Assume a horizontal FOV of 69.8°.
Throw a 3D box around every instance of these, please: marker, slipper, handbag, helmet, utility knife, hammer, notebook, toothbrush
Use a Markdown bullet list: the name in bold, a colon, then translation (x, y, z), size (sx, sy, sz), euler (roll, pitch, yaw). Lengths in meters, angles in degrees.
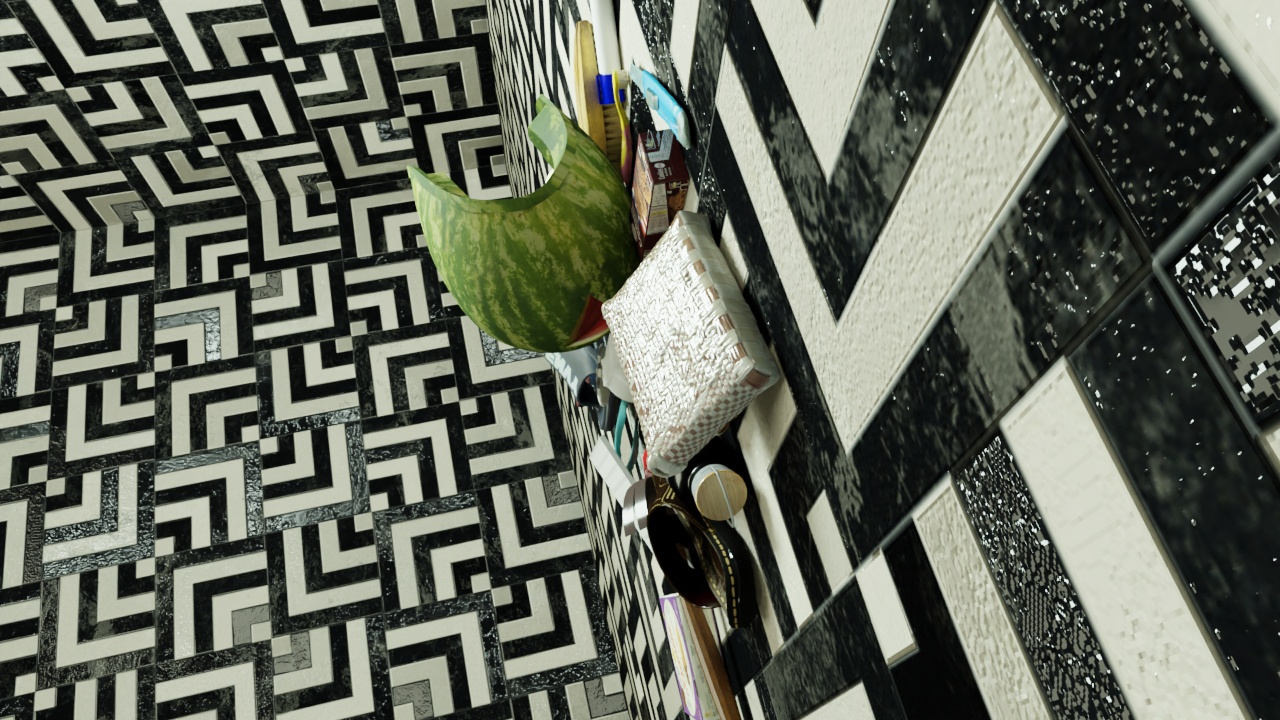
- **marker**: translation (-0.038, -0.336, 0.951), size (0.023, 0.027, 0.133), euler (-83, -13, -68)
- **slipper**: translation (-0.012, 0.101, 1.177), size (0.098, 0.054, 0.269), euler (-116, 12, -55)
- **handbag**: translation (0.033, -0.015, 0.699), size (0.124, 0.047, 0.185), euler (-49, 40, 30)
- **slipper**: translation (-0.080, -0.040, 1.144), size (0.111, 0.083, 0.267), euler (108, 153, -62)
- **helmet**: translation (-0.107, -0.123, 0.973), size (0.243, 0.213, 0.247), euler (48, 165, 36)
- **utility knife**: translation (0.013, -0.231, 0.806), size (0.205, 0.015, 0.031), euler (-112, 19, -57)
- **hammer**: translation (0.059, 0.277, 0.985), size (0.115, 0.033, 0.322), euler (16, -131, -59)
- **slipper**: translation (0.043, 0.166, 0.896), size (0.267, 0.075, 0.113), euler (-120, 21, -64)
- **notebook**: translation (0.003, 0.193, 1.138), size (0.209, 0.009, 0.143), euler (55, 165, 8)
- **toothbrush**: translation (-0.017, -0.245, 0.976), size (0.021, 0.016, 0.136), euler (-113, 12, -46)

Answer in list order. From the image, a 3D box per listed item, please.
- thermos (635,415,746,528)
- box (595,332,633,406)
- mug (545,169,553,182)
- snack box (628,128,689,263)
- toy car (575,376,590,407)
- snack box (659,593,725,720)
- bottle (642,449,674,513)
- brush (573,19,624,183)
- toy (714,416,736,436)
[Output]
- **thermos**: translation (0.047, 0.088, 0.824), size (0.231, 0.061, 0.061), euler (-132, 32, -73)
- **box**: translation (-0.009, 0.005, 0.993), size (0.166, 0.092, 0.083), euler (105, 158, -76)
- **mug**: translation (-0.069, -0.186, 1.119), size (0.100, 0.096, 0.120), euler (99, 154, -46)
- **snack box**: translation (0.015, -0.146, 0.836), size (0.141, 0.031, 0.051), euler (101, 156, -68)
- **toy car**: translation (-0.047, -0.011, 1.267), size (0.070, 0.061, 0.170), euler (-109, 32, -41)
- **snack box**: translation (0.065, 0.348, 1.091), size (0.148, 0.040, 0.143), euler (111, 147, -74)
- **bottle**: translation (0.022, 0.132, 1.116), size (0.036, 0.036, 0.119), euler (-121, 23, -66)
- **brush**: translation (-0.045, -0.275, 1.017), size (0.059, 0.043, 0.195), euler (-121, 23, -63)
- **toy**: translation (0.042, 0.004, 0.772), size (0.087, 0.067, 0.112), euler (107, 160, -72)
